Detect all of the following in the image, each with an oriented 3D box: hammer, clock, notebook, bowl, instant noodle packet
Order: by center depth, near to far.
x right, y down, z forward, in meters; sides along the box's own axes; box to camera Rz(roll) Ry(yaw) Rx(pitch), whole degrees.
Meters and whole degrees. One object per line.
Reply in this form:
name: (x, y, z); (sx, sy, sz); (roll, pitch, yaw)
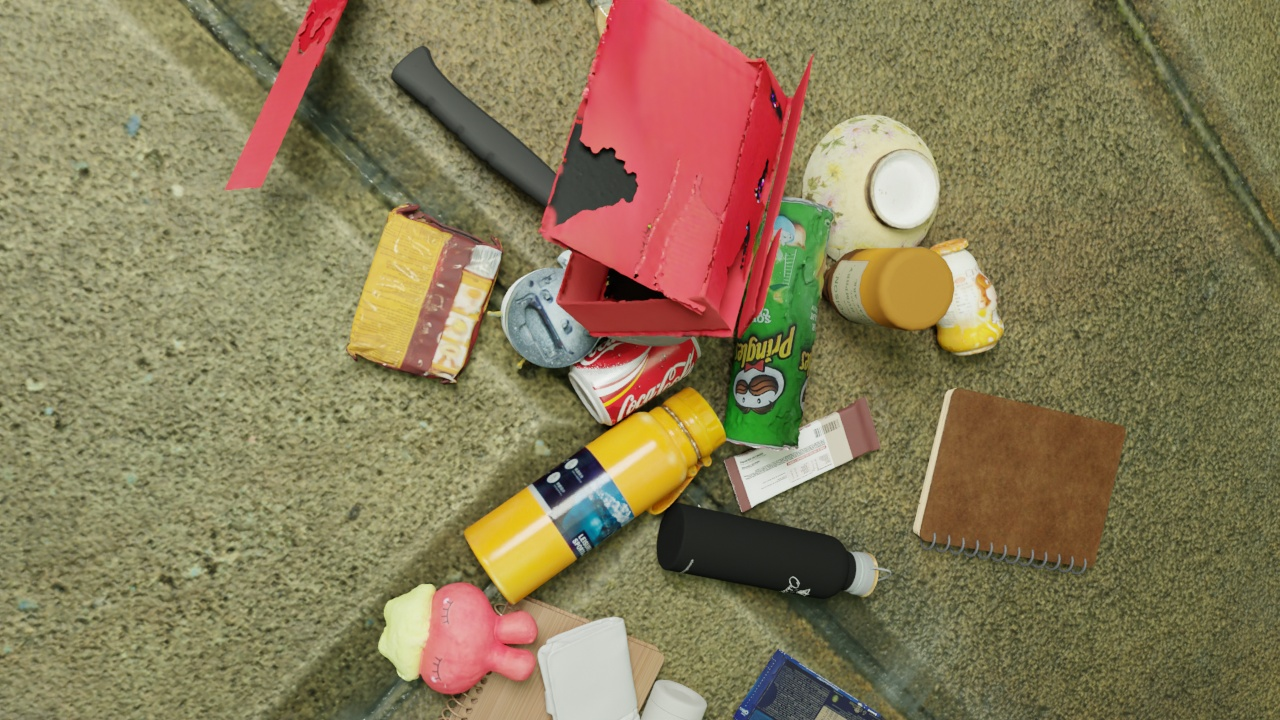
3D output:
hammer: (-0.066, -0.132, 0.745); (0.323, 0.029, 0.126); (40, 65, -7)
instant noodle packet: (-0.174, -0.053, 0.748); (0.098, 0.040, 0.135); (18, 93, -19)
clock: (-0.064, -0.044, 0.774); (0.117, 0.057, 0.083); (-30, 104, -12)
hammer: (0.006, -0.190, 0.793); (0.132, 0.033, 0.330); (-19, 103, -15)
notebook: (-0.096, 0.330, 0.828); (0.169, 0.022, 0.210); (27, 88, -19)
bowl: (0.228, -0.156, 0.848); (0.145, 0.063, 0.145); (-2, 98, -18)
notebook: (0.395, 0.129, 0.957); (0.225, 0.024, 0.167); (12, 92, -18)

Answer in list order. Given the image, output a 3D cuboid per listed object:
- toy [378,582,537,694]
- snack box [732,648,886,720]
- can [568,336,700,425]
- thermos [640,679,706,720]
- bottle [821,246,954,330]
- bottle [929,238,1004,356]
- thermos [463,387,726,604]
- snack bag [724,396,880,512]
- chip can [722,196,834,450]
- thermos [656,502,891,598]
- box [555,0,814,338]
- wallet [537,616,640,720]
toy: (-0.153, 0.235, 0.774); (0.135, 0.045, 0.091); (11, 83, 1)
snack box: (0.172, 0.360, 0.914); (0.150, 0.027, 0.082); (37, 87, -17)
can: (-0.005, 0.005, 0.794); (0.104, 0.064, 0.064); (-33, 105, -11)
thermos: (-0.003, 0.412, 0.851); (0.052, 0.052, 0.224); (22, 90, -19)
bottle: (0.203, -0.065, 0.803); (0.067, 0.157, 0.068); (-1, 96, -13)
bottle: (0.309, -0.061, 0.885); (0.063, 0.063, 0.109); (-23, 103, -14)
thermos: (-0.034, 0.114, 0.799); (0.232, 0.091, 0.076); (-35, 65, -11)
snack bag: (0.158, 0.090, 0.883); (0.157, 0.013, 0.057); (-23, 101, -14)
chip can: (0.124, -0.034, 0.825); (0.075, 0.075, 0.223); (7, 94, -18)
thermos: (0.132, 0.185, 0.861); (0.231, 0.061, 0.061); (15, 92, -19)
box: (0.130, -0.151, 0.537); (0.141, 0.512, 0.215); (30, 65, -33)
wallet: (-0.044, 0.292, 0.815); (0.086, 0.032, 0.116); (-11, 99, -28)
